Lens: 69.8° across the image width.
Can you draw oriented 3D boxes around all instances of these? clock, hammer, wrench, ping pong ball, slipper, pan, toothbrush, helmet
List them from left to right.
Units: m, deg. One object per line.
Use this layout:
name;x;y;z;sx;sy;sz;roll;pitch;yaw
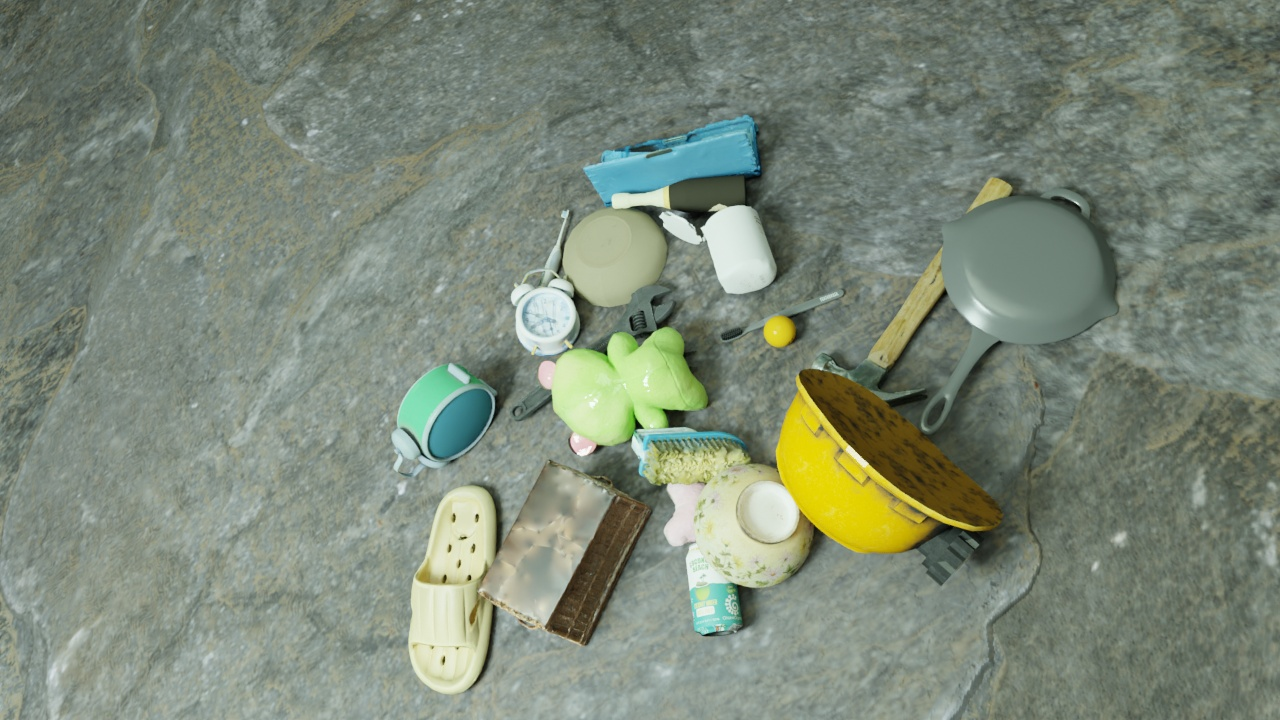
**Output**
clock;-0.271;0.084;1.222;0.075;0.122;0.161;34;87;27
slipper;-0.245;0.280;1.156;0.111;0.079;0.261;-4;67;22
clock;-0.131;-0.068;1.260;0.089;0.052;0.125;-11;71;-4
toothbrush;-0.128;-0.134;1.317;0.024;0.022;0.185;14;74;5
wrench;-0.066;-0.007;1.230;0.273;0.018;0.073;-38;59;3
ping pong ball;0.175;-0.037;1.154;0.040;0.040;0.040;-7;66;17
toothbrush;0.181;-0.057;1.179;0.167;0.013;0.012;-21;63;8
helmet;0.241;0.134;0.993;0.255;0.204;0.131;42;115;22
hammer;0.353;-0.086;1.117;0.132;0.033;0.330;32;81;30
pan;0.419;-0.063;1.063;0.216;0.024;0.354;32;79;18

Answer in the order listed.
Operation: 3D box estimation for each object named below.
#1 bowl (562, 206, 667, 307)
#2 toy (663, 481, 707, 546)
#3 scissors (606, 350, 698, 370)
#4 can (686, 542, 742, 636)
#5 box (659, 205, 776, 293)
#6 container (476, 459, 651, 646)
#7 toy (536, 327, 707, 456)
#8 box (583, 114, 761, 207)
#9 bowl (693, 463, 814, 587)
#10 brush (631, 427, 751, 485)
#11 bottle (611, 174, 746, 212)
bowl;-0.042;-0.154;1.277;0.152;0.050;0.152;-7;66;17
toy;0.077;0.179;1.093;0.096;0.053;0.098;1;43;4
scissors;-0.009;0.025;1.213;0.165;0.012;0.150;23;78;24
can;0.084;0.262;1.055;0.055;0.055;0.101;-13;65;14
box;0.099;-0.151;1.210;0.136;0.084;0.146;-21;61;17
container;-0.090;0.228;1.100;0.114;0.113;0.198;21;78;26
toy;-0.026;0.036;1.154;0.197;0.107;0.150;-23;84;3
box;0.043;-0.293;1.269;0.232;0.112;0.094;-9;67;16
bowl;0.135;0.177;1.035;0.145;0.063;0.145;3;65;-7
brush;0.064;0.109;1.107;0.135;0.055;0.075;-1;27;-20
bottle;0.052;-0.225;1.258;0.185;0.045;0.045;-3;67;8
